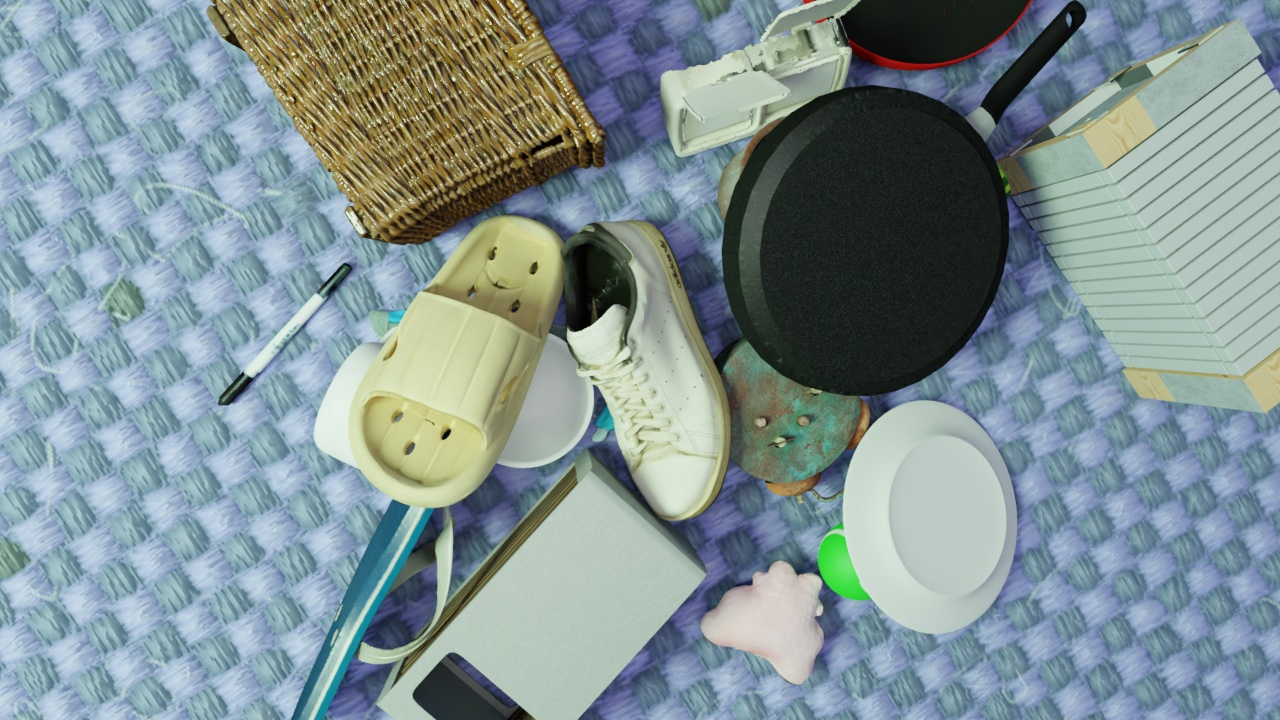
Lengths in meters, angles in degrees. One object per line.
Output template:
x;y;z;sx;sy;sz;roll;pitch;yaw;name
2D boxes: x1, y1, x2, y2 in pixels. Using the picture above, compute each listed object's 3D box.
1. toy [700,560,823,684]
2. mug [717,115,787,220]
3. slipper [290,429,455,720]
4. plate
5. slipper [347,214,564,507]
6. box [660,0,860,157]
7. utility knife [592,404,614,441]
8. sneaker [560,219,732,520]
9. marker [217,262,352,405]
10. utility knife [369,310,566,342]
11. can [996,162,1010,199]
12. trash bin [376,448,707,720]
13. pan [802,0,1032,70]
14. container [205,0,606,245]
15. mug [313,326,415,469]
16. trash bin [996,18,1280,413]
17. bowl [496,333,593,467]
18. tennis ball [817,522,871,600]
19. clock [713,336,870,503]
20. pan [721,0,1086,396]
0.110;0.212;0.761;0.102;0.050;0.093;24;93;-3;toy
0.121;-0.149;0.718;0.096;0.110;0.123;38;88;-11;mug
-0.189;0.174;0.707;0.060;0.118;0.295;26;95;-20;slipper
0.246;0.126;0.748;0.188;0.016;0.188;4;80;-26;plate
-0.124;-0.024;0.656;0.111;0.079;0.260;18;54;4;slipper
0.088;-0.204;0.673;0.145;0.185;0.066;-19;97;2;box
-0.007;0.018;0.760;0.022;0.015;0.117;36;92;1;utility knife
-0.004;0.004;0.691;0.089;0.102;0.241;-20;80;31;sneaker
-0.285;-0.020;0.735;0.011;0.011;0.152;42;88;-6;marker
-0.121;-0.023;0.748;0.196;0.015;0.031;1;98;-7;utility knife
0.222;-0.102;0.740;0.083;0.083;0.144;37;89;-6;can
-0.074;0.197;0.711;0.114;0.114;0.229;43;88;-6;trash bin
0.157;-0.374;0.729;0.356;0.067;0.209;30;90;-5;pan
-0.165;-0.212;0.667;0.183;0.162;0.250;-32;95;2;container
-0.196;0.028;0.707;0.068;0.094;0.115;25;68;-4;mug
0.432;-0.106;0.728;0.142;0.142;0.247;-36;95;-3;trash bin
-0.094;0.028;0.739;0.110;0.040;0.110;0;95;-5;bowl
0.180;0.165;0.757;0.065;0.065;0.065;0;93;-5;tennis ball
0.124;0.047;0.744;0.121;0.073;0.157;-44;96;-2;clock
0.212;-0.131;0.667;0.356;0.034;0.225;-47;112;-2;pan
